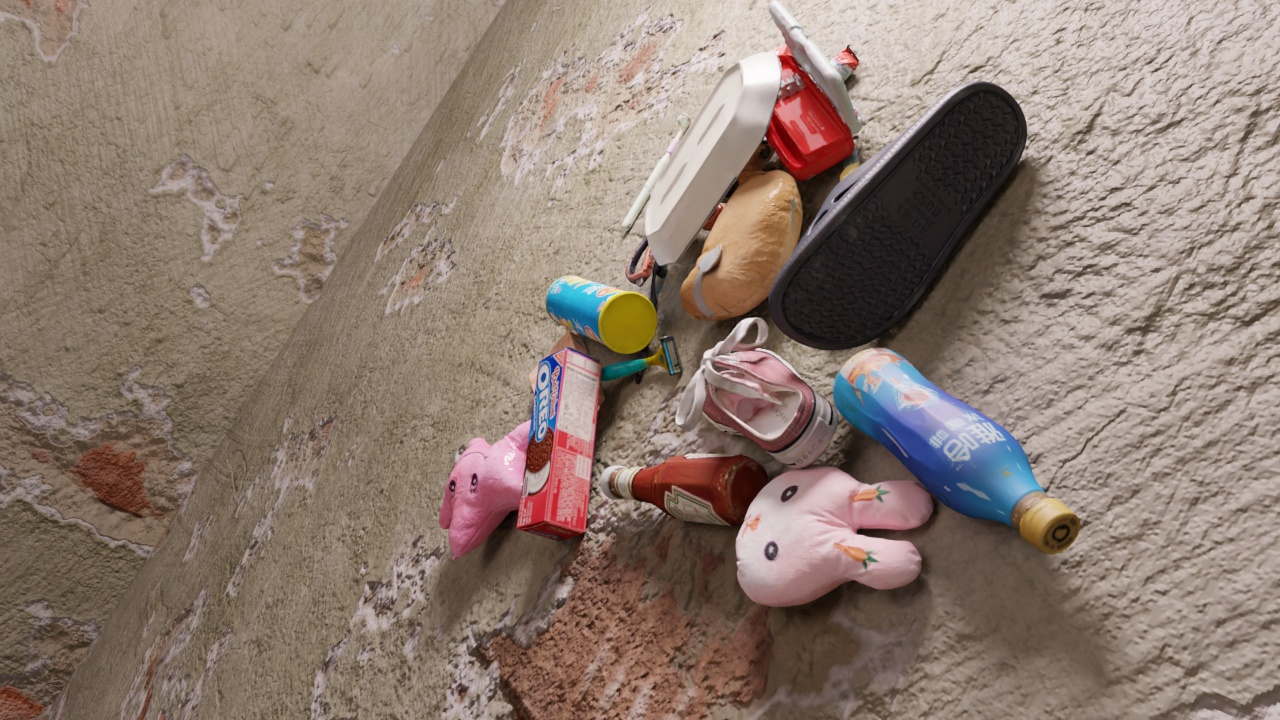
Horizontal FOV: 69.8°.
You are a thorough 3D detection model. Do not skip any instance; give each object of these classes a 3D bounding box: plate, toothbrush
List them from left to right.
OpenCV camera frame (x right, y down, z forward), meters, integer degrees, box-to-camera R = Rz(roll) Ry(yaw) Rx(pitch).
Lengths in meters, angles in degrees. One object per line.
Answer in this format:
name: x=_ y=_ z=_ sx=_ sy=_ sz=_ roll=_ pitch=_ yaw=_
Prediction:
toothbrush: x=0.013 y=-0.051 z=1.096 sx=0.014 sy=0.016 sz=0.188 roll=-28 pitch=42 yaw=45
toothbrush: x=0.021 y=-0.264 z=1.293 sx=0.020 sy=0.029 sz=0.189 roll=25 pitch=81 yaw=20
plate: x=0.070 y=-0.226 z=1.026 sx=0.267 sy=0.034 sz=0.161 roll=-54 pitch=23 yaw=38

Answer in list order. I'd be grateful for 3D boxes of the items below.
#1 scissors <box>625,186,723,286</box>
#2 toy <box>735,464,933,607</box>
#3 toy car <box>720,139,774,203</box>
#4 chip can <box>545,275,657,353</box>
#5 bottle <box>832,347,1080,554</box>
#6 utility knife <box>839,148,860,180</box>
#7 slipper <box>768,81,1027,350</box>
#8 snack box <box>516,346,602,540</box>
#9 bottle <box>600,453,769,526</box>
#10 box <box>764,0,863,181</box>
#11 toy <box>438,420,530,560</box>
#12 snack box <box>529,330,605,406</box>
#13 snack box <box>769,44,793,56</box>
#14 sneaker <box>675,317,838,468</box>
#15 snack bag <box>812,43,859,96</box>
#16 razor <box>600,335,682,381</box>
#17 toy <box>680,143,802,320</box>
scissors: x=0.038 y=-0.177 z=1.159 sx=0.189 sy=0.015 sz=0.225 roll=-46 pitch=31 yaw=-1
toy: x=0.138 y=0.128 z=0.684 sx=0.160 sy=0.054 sz=0.121 roll=-14 pitch=42 yaw=42
toy car: x=0.124 y=-0.221 z=1.077 sx=0.090 sy=0.035 sz=0.042 roll=-54 pitch=30 yaw=-9
chip can: x=-0.054 y=-0.061 z=1.128 sx=0.071 sy=0.071 sz=0.210 roll=-58 pitch=26 yaw=-4
bottle: x=0.211 y=0.060 z=0.629 sx=0.065 sy=0.065 sz=0.218 roll=-51 pitch=30 yaw=8
utility knife: x=0.211 y=-0.158 z=0.900 sx=0.031 sy=0.019 sz=0.178 roll=-31 pitch=38 yaw=31
slipper: x=0.214 y=-0.119 z=0.786 sx=0.268 sy=0.110 sz=0.083 roll=-48 pitch=14 yaw=2
snack box: x=-0.087 y=0.091 z=1.019 sx=0.057 sy=0.058 sz=0.207 roll=-24 pitch=52 yaw=44
bottle: x=0.032 y=0.116 z=0.848 sx=0.206 sy=0.059 sz=0.059 roll=-7 pitch=54 yaw=54
box: x=0.159 y=-0.294 z=0.990 sx=0.095 sy=0.100 sz=0.200 roll=-29 pitch=44 yaw=10
toy: x=-0.184 y=0.158 z=1.107 sx=0.195 sy=0.074 sz=0.178 roll=-17 pitch=47 yaw=47
snack box: x=-0.095 y=0.032 z=1.153 sx=0.084 sy=0.026 sz=0.157 roll=-48 pitch=29 yaw=14
snack box: x=0.141 y=-0.327 z=1.169 sx=0.075 sy=0.025 sz=0.152 roll=1 pitch=61 yaw=55
sneaker: x=0.087 y=0.022 z=0.804 sx=0.118 sy=0.088 sz=0.241 roll=-52 pitch=16 yaw=2
snack bag: x=0.211 y=-0.317 z=1.054 sx=0.105 sy=0.026 sz=0.045 roll=-45 pitch=38 yaw=25
razor: x=-0.006 y=0.006 z=1.035 sx=0.133 sy=0.028 sz=0.043 roll=-17 pitch=91 yaw=43
toy: x=0.116 y=-0.141 z=0.961 sx=0.144 sy=0.082 sz=0.225 roll=-9 pitch=51 yaw=52
